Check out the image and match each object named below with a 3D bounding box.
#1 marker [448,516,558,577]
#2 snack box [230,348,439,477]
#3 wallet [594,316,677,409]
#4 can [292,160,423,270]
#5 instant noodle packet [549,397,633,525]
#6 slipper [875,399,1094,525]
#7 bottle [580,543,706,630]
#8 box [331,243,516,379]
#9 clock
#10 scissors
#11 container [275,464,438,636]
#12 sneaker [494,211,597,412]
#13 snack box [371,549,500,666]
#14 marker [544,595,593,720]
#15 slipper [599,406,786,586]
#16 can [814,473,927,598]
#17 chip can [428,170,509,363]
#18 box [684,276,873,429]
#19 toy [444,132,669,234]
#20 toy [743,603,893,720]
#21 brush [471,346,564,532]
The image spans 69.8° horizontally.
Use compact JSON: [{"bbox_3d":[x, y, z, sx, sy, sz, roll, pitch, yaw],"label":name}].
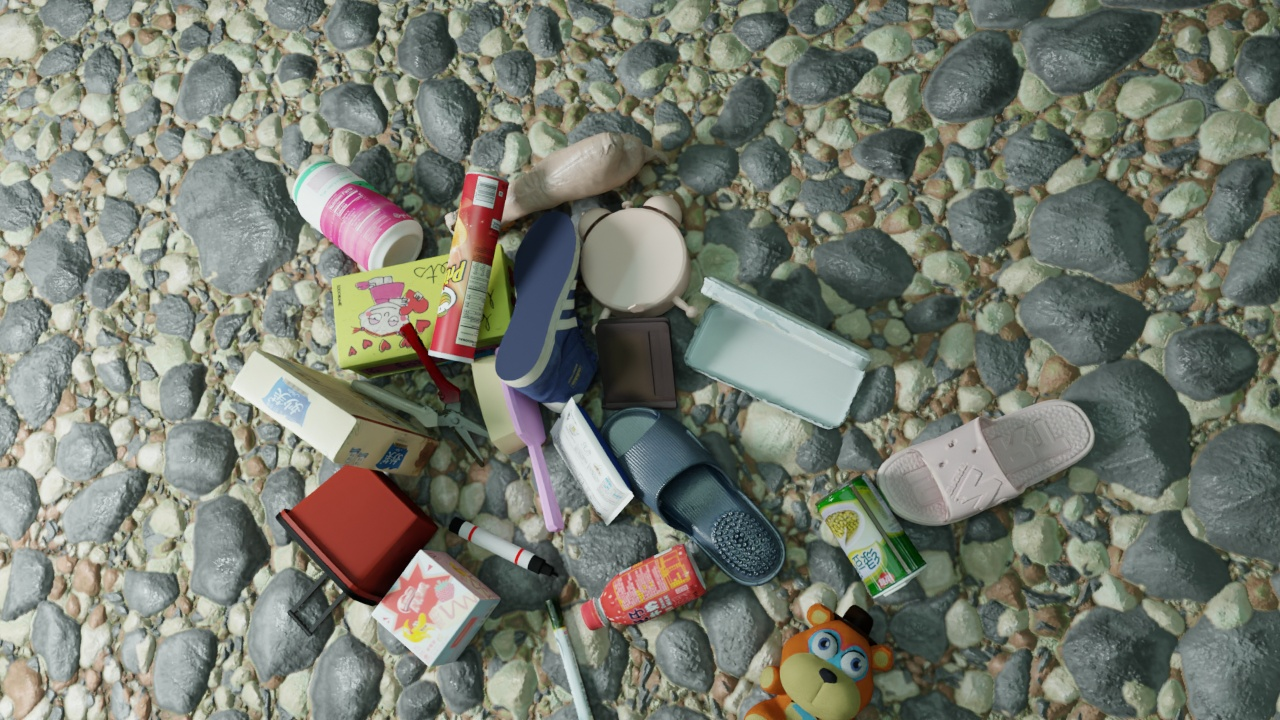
[{"bbox_3d":[-0.160,0.223,1.081,0.146,0.019,0.019,22,81,14],"label":"marker"},{"bbox_3d":[-0.342,0.066,1.055,0.153,0.207,0.055,30,86,16],"label":"snack box"},{"bbox_3d":[-0.006,0.006,1.075,0.091,0.018,0.116,-1,115,9],"label":"wallet"},{"bbox_3d":[-0.362,-0.182,1.178,0.166,0.088,0.088,38,86,16],"label":"can"},{"bbox_3d":[-0.059,0.118,1.060,0.026,0.087,0.134,-22,70,-34],"label":"instant noodle packet"},{"bbox_3d":[0.376,0.109,0.990,0.239,0.064,0.094,-22,74,3],"label":"slipper"},{"bbox_3d":[0.000,0.259,1.023,0.137,0.062,0.062,-26,74,4],"label":"bottle"},{"bbox_3d":[-0.258,-0.058,1.134,0.221,0.083,0.124,-9,76,9],"label":"box"},{"bbox_3d":[-0.008,-0.122,1.108,0.131,0.086,0.160,-10,69,8],"label":"clock"},{"bbox_3d":[-0.255,0.044,1.095,0.179,0.015,0.197,-4,108,6],"label":"scissors"},{"bbox_3d":[-0.351,0.228,1.066,0.148,0.127,0.200,40,80,16],"label":"container"},{"bbox_3d":[-0.093,-0.050,1.093,0.092,0.118,0.232,-9,57,27],"label":"sneaker"},{"bbox_3d":[-0.232,0.281,1.049,0.095,0.079,0.093,36,85,16],"label":"snack box"},{"bbox_3d":[-0.081,0.341,1.041,0.017,0.017,0.146,-21,74,5],"label":"marker"},{"bbox_3d":[0.057,0.144,1.030,0.263,0.082,0.101,42,85,16],"label":"slipper"},{"bbox_3d":[0.248,0.190,0.992,0.067,0.067,0.121,-32,73,1],"label":"can"},{"bbox_3d":[-0.197,-0.107,1.055,0.052,0.051,0.214,11,89,12],"label":"chip can"},{"bbox_3d":[0.157,-0.018,1.038,0.211,0.105,0.130,22,85,15],"label":"box"},{"bbox_3d":[-0.108,-0.207,1.142,0.265,0.195,0.065,-26,77,29],"label":"toy"},{"bbox_3d":[0.189,0.337,0.961,0.112,0.096,0.175,29,72,16],"label":"toy"},{"bbox_3d":[-0.141,0.094,1.073,0.043,0.089,0.228,-20,74,9],"label":"brush"}]
